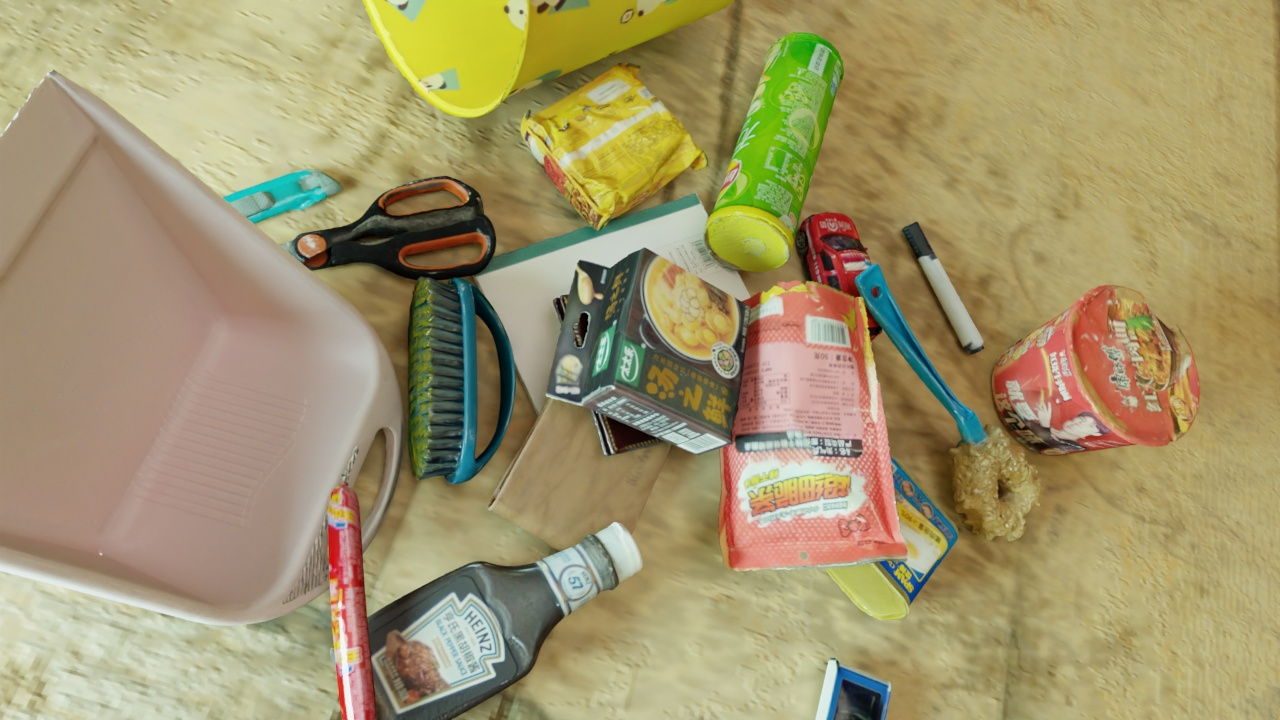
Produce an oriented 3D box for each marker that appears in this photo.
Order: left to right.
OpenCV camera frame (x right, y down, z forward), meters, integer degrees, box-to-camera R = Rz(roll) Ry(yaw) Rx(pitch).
[{"bbox_3d":[0.271,-0.065,0.822,0.018,0.022,0.130,-28,80,17],"label":"marker"}]

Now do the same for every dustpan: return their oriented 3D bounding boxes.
[{"bbox_3d":[-0.236,0.020,0.492,0.139,0.274,0.222,13,68,10],"label":"dustpan"}]

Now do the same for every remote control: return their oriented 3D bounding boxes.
[{"bbox_3d":[0.142,0.280,0.649,0.049,0.024,0.124,26,66,-12],"label":"remote control"}]

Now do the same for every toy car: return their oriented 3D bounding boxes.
[{"bbox_3d":[0.171,-0.071,0.772,0.052,0.045,0.120,-6,72,-25],"label":"toy car"}]

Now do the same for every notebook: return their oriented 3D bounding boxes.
[{"bbox_3d":[-0.008,-0.038,0.707,0.208,0.012,0.150,-22,81,-26],"label":"notebook"}]

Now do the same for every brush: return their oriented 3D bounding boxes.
[{"bbox_3d":[-0.121,0.012,0.622,0.073,0.055,0.143,5,70,-29],"label":"brush"},{"bbox_3d":[0.247,0.034,0.746,0.083,0.046,0.254,-35,96,-19],"label":"brush"}]

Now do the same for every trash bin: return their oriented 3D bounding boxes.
[{"bbox_3d":[-0.054,-0.327,0.680,0.254,0.230,0.229,-29,84,-33],"label":"trash bin"}]

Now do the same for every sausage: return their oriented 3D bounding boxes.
[{"bbox_3d":[-0.168,0.141,0.530,0.020,0.020,0.155,-3,69,-22],"label":"sausage"}]

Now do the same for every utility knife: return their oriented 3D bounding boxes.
[{"bbox_3d":[-0.283,-0.095,0.618,0.171,0.013,0.029,-30,83,-27],"label":"utility knife"}]

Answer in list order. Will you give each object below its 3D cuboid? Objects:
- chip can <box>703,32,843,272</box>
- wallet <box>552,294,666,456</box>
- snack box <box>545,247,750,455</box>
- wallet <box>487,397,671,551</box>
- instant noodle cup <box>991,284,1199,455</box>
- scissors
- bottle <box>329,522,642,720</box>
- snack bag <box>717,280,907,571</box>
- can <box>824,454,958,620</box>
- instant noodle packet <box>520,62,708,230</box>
[{"bbox_3d":[0.115,-0.178,0.764,0.072,0.073,0.220,27,61,-11],"label":"chip can"},{"bbox_3d":[-0.004,0.004,0.667,0.096,0.020,0.122,-10,75,-35],"label":"wallet"},{"bbox_3d":[0.010,-0.008,0.643,0.125,0.053,0.113,26,59,-27],"label":"snack box"},{"bbox_3d":[-0.038,0.079,0.641,0.101,0.020,0.115,35,66,-18],"label":"wallet"},{"bbox_3d":[0.380,0.019,0.785,0.137,0.109,0.137,7,69,-20],"label":"instant noodle cup"},{"bbox_3d":[-0.207,-0.067,0.629,0.234,0.022,0.125,-35,79,-28],"label":"scissors"},{"bbox_3d":[-0.089,0.162,0.576,0.194,0.044,0.080,-25,82,-20],"label":"bottle"},{"bbox_3d":[0.117,0.047,0.667,0.128,0.073,0.207,-3,67,5],"label":"snack bag"},{"bbox_3d":[0.181,0.131,0.699,0.083,0.057,0.102,-40,89,-30],"label":"can"},{"bbox_3d":[-0.020,-0.173,0.732,0.128,0.044,0.111,-37,87,-29],"label":"instant noodle packet"}]
